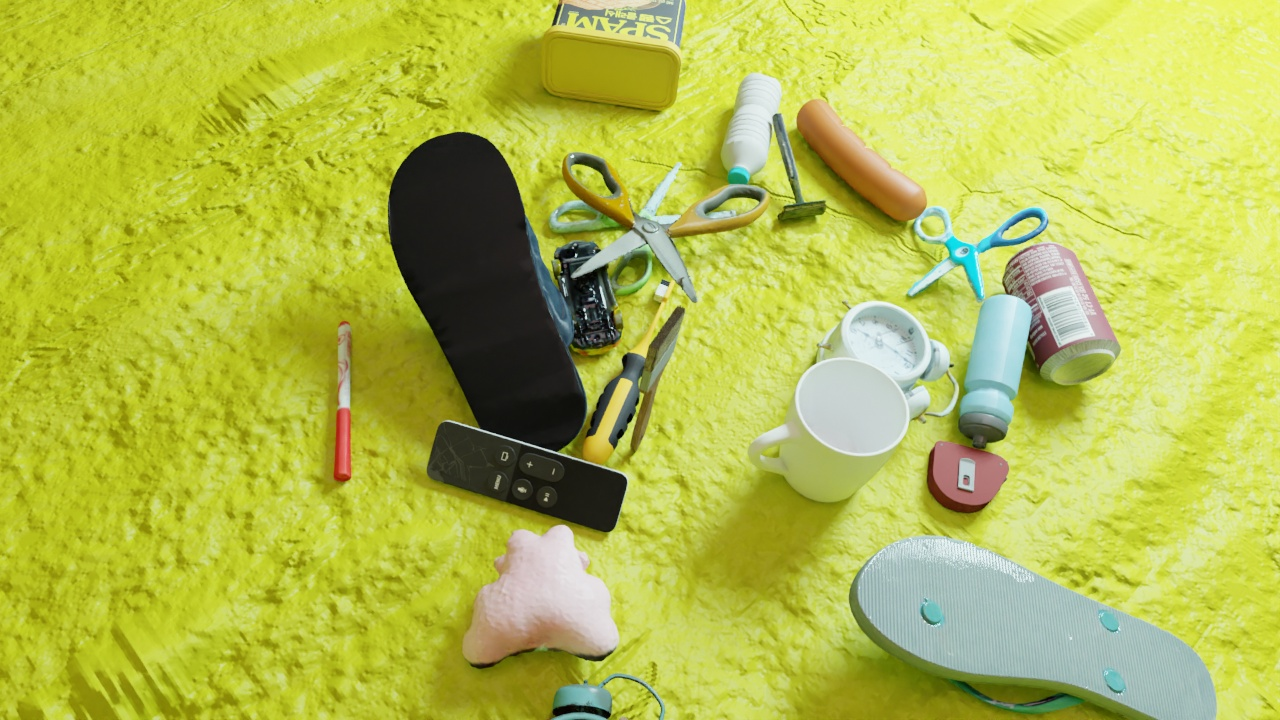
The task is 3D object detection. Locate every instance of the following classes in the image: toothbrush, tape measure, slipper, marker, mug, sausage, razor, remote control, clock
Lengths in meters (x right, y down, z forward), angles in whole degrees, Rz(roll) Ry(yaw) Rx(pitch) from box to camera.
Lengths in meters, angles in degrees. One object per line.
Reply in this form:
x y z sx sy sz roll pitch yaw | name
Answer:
-0.004 0.004 0.734 0.031 0.031 0.196 21 53 4 | toothbrush
0.252 0.091 0.703 0.059 0.019 0.051 14 56 4 | tape measure
-0.117 -0.048 0.730 0.109 0.083 0.265 -23 83 0 | slipper
-0.229 0.028 0.706 0.012 0.013 0.142 -6 57 -9 | marker
0.129 0.060 0.672 0.114 0.088 0.081 -15 59 -15 | mug
0.260 0.189 0.628 0.268 0.055 0.098 17 53 -7 | slipper
0.207 -0.191 0.876 0.044 0.039 0.164 -30 64 -19 | sausage
0.139 -0.183 0.857 0.042 0.026 0.105 -9 75 -9 | razor
-0.083 0.084 0.670 0.147 0.008 0.045 16 93 6 | remote control
-0.029 0.245 0.554 0.090 0.053 0.124 29 56 13 | clock
0.199 0.004 0.736 0.117 0.057 0.083 32 59 7 | clock

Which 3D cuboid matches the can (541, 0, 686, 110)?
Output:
-0.024 -0.321 0.922 0.135 0.075 0.104 8 53 0 | can

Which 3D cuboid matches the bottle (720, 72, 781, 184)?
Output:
0.105 -0.220 0.883 0.044 0.044 0.136 14 56 4 | bottle

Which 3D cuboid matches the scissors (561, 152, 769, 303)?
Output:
0.018 -0.126 0.802 0.229 0.016 0.225 -15 49 -22 | scissors

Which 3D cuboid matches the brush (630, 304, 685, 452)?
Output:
0.006 0.024 0.651 0.008 0.143 0.045 26 49 10 | brush

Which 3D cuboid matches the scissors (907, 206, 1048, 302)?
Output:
0.294 -0.102 0.808 0.140 0.011 0.133 -21 41 20 | scissors

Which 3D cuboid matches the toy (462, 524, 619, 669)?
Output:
-0.068 0.157 0.611 0.102 0.050 0.093 -4 60 -4 | toy

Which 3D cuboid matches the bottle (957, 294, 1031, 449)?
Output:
0.284 0.011 0.738 0.040 0.040 0.129 17 68 6 | bottle

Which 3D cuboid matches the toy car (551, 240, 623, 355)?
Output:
-0.045 -0.054 0.766 0.049 0.030 0.106 -11 64 -4 | toy car

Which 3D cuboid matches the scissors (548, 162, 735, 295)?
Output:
-0.002 -0.129 0.830 0.166 0.024 0.171 16 54 13 | scissors

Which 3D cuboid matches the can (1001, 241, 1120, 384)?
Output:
0.352 -0.040 0.774 0.063 0.063 0.114 -3 57 -7 | can
